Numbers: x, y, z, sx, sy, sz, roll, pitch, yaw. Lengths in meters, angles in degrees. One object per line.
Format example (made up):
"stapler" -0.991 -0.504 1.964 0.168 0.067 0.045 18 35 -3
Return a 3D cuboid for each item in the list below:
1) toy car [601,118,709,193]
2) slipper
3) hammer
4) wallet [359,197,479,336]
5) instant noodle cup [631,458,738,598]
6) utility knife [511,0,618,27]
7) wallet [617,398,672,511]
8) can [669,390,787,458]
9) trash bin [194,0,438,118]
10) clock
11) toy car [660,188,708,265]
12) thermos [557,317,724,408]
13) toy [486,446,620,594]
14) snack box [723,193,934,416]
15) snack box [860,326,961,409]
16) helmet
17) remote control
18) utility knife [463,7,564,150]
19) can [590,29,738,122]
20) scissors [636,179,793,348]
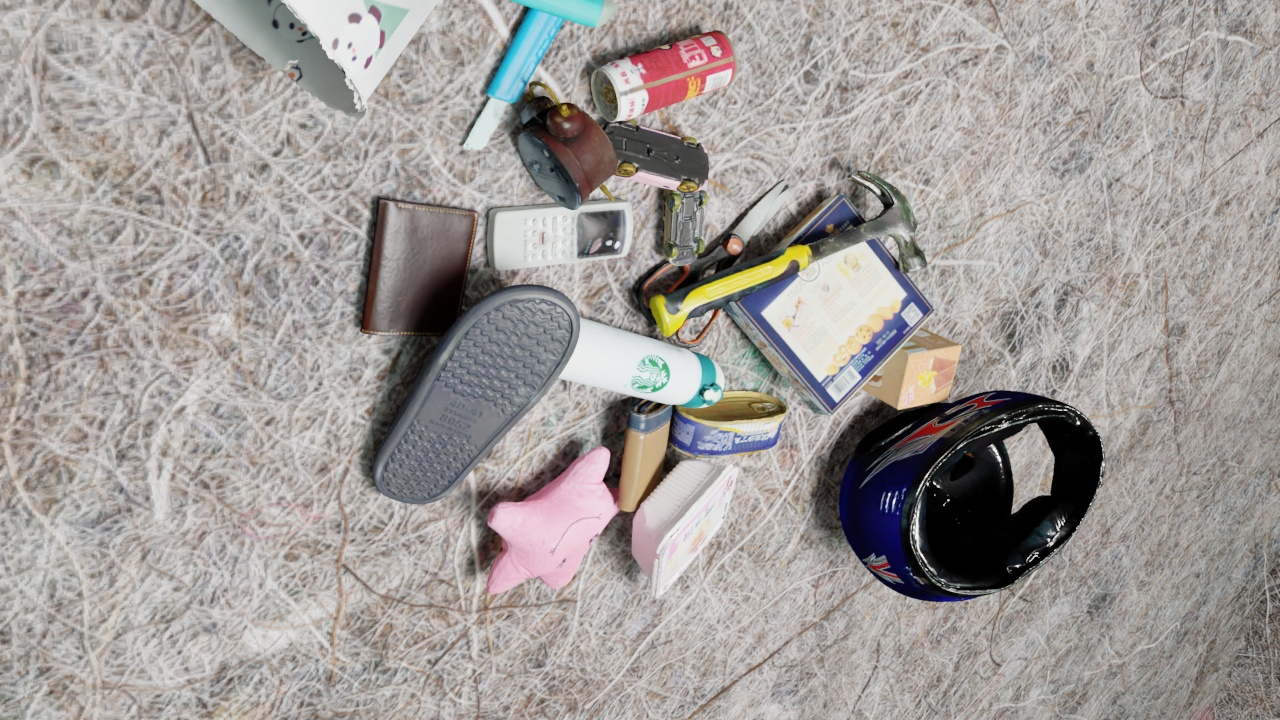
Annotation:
"toy car" 0.011 -0.195 0.885 0.122 0.037 0.056 8 78 -30
"slipper" -0.166 0.021 0.864 0.110 0.083 0.269 27 114 -31
"hammer" 0.157 -0.107 0.977 0.322 0.032 0.126 -22 96 -17
"wallet" -0.197 -0.080 0.822 0.096 0.020 0.122 0 111 -39
"instant noodle cup" 0.042 0.183 1.046 0.137 0.060 0.174 -44 157 -25
"utility knife" -0.120 -0.314 0.748 0.223 0.013 0.029 9 107 -28
"wallet" 0.005 0.101 1.014 0.090 0.033 0.115 -27 126 -65
"can" 0.102 0.073 1.064 0.148 0.074 0.049 -4 117 -33
"trash bin" -0.189 -0.327 0.583 0.251 0.230 0.229 -52 130 -9
"clock" -0.069 -0.191 0.813 0.055 0.082 0.122 -41 130 -16
"toy car" 0.042 -0.143 0.940 0.042 0.035 0.090 -11 114 -28
"thermos" -0.006 0.006 0.958 0.224 0.073 0.073 15 103 -38
"toy" -0.084 0.181 0.992 0.194 0.074 0.179 -28 138 -34
"snack box" 0.214 -0.062 1.042 0.177 0.046 0.182 -43 101 -9
"snack box" 0.336 0.004 1.174 0.094 0.093 0.077 -8 117 -31
"helmet" 0.410 0.166 1.204 0.315 0.240 0.247 -36 99 -6
"remote control" -0.075 -0.121 0.882 0.149 0.021 0.058 -10 118 -29
"utility knife" -0.100 -0.266 0.794 0.034 0.018 0.194 28 96 -29
"can" 0.023 -0.265 0.855 0.132 0.053 0.053 -25 124 -22
"scissors" 0.081 -0.123 0.981 0.143 0.022 0.234 23 82 -17
